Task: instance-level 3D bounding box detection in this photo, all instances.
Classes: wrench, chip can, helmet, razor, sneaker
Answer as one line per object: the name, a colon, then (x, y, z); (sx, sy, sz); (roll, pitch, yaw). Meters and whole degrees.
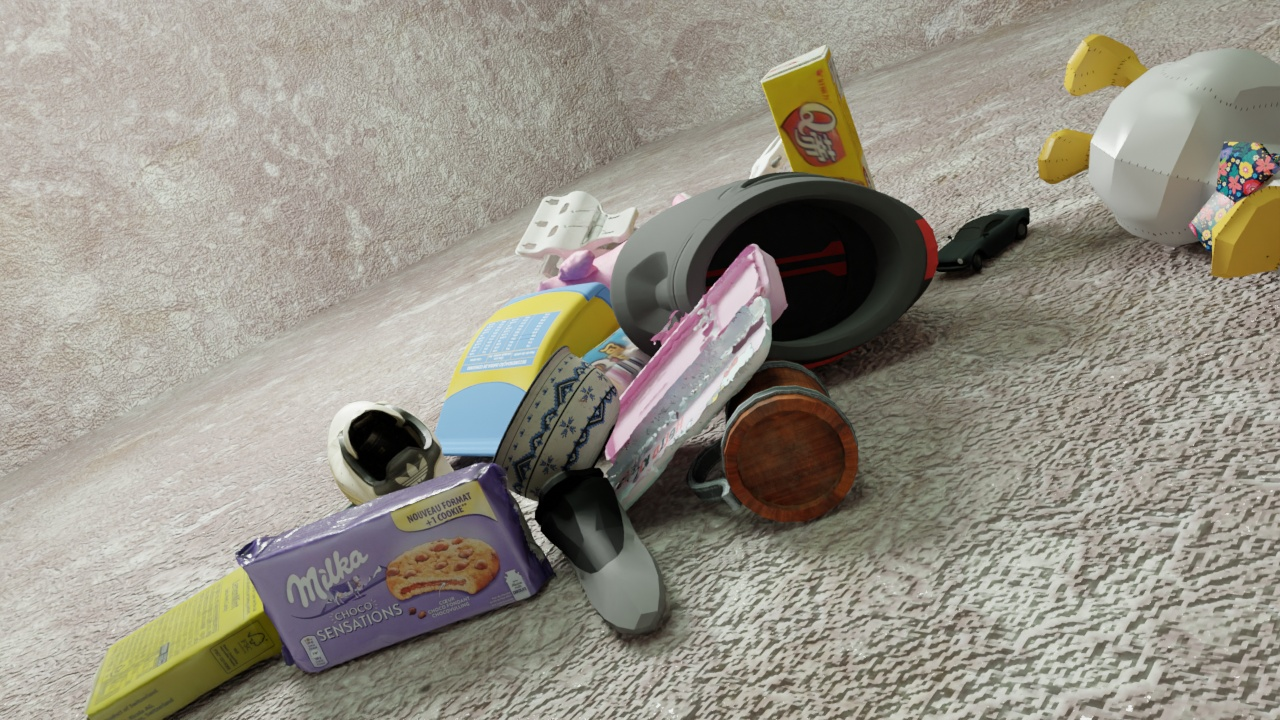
wrench: (0.085, -0.142, 1.035); (0.274, 0.018, 0.066); (-53, 10, 16)
chip can: (-0.005, 0.005, 0.856); (0.080, 0.080, 0.228); (-9, 22, 41)
helmet: (0.105, -0.073, 0.791); (0.265, 0.164, 0.169); (-10, 6, 5)
razor: (-0.023, 0.119, 0.571); (0.057, 0.060, 0.156); (-38, 38, -5)
sneaker: (-0.237, 0.077, 0.816); (0.088, 0.102, 0.242); (-40, 36, -19)

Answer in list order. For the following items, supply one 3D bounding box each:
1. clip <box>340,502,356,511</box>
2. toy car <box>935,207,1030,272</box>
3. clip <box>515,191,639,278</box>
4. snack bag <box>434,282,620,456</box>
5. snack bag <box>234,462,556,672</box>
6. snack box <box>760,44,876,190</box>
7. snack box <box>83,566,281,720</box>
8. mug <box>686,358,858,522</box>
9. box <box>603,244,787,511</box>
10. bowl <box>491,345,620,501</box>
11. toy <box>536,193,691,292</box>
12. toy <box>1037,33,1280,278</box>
clip: (-0.249, 0.132, 0.876); (0.074, 0.035, 0.023); (-35, 21, -17)
toy car: (0.319, -0.115, 0.856); (0.112, 0.034, 0.046); (-32, 19, -27)
clip: (-0.069, -0.152, 1.159); (0.151, 0.092, 0.125); (10, 49, 9)
snack bag: (-0.117, 0.023, 0.927); (0.159, 0.102, 0.204); (-6, 37, 46)
snack bag: (-0.169, 0.138, 0.625); (0.205, 0.096, 0.058); (-20, 18, 9)
snack box: (0.186, -0.174, 0.876); (0.062, 0.230, 0.109); (-17, 18, 20)
snack box: (-0.323, 0.210, 0.703); (0.180, 0.045, 0.121); (-31, 20, -15)
mug: (0.078, 0.056, 0.599); (0.117, 0.081, 0.111); (-39, 10, 13)
box: (0.034, 0.023, 0.661); (0.202, 0.044, 0.154); (-51, 21, 30)
bowl: (-0.056, 0.054, 0.668); (0.115, 0.059, 0.115); (-61, -5, -10)
toy: (-0.031, -0.091, 1.022); (0.266, 0.128, 0.186); (-38, 38, 21)
toy: (0.414, -0.138, 0.647); (0.246, 0.141, 0.267); (-12, 36, -22)
